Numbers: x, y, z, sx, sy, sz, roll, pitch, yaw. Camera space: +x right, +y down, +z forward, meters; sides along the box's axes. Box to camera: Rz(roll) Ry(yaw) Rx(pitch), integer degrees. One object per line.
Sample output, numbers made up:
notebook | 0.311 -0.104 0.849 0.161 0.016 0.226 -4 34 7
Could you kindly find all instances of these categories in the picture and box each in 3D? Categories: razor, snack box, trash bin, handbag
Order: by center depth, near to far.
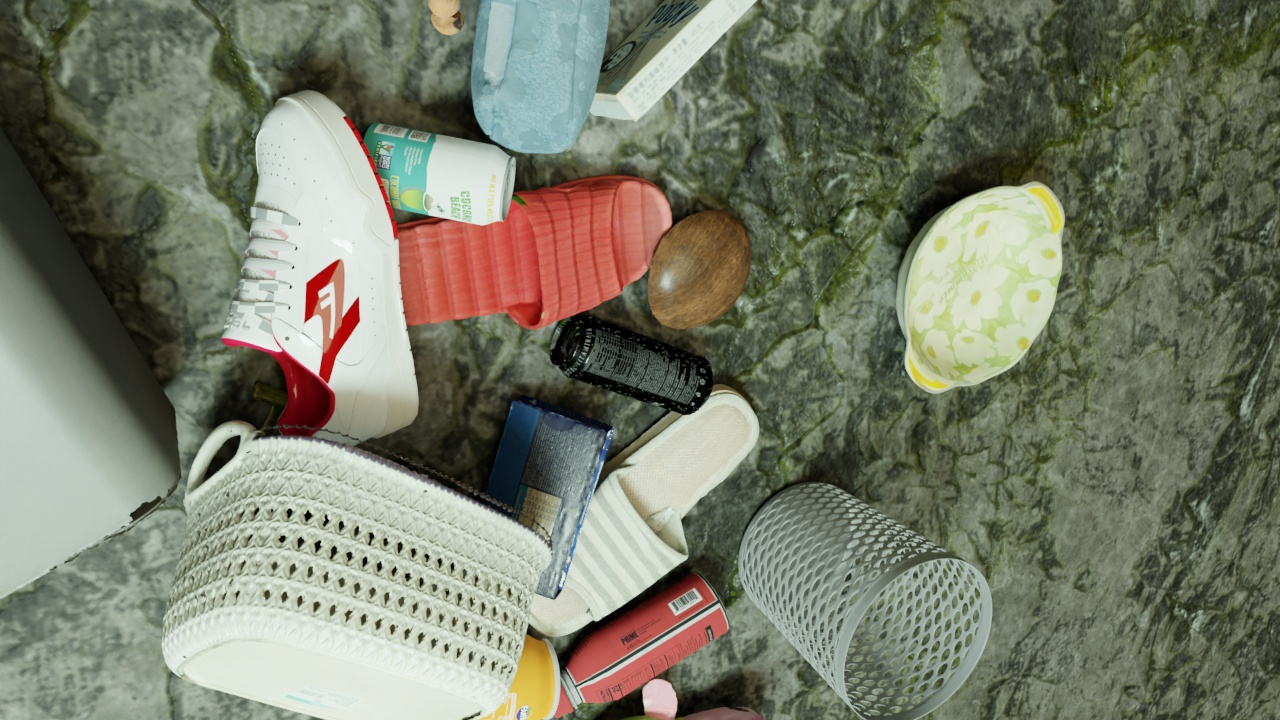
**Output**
trash bin | -0.385 0.000 0.498 0.197 0.197 0.220 -30 124 -13
handbag | -0.079 -0.237 0.607 0.118 0.121 0.192 10 104 -11
razor | -0.278 0.069 0.662 0.042 0.026 0.106 24 100 -32
snack box | 0.024 -0.237 0.670 0.150 0.082 0.026 -47 120 -5
snack box | -0.083 0.111 0.743 0.082 0.027 0.150 20 99 8
trash bin | 0.194 0.209 0.841 0.156 0.183 0.156 -8 110 -24

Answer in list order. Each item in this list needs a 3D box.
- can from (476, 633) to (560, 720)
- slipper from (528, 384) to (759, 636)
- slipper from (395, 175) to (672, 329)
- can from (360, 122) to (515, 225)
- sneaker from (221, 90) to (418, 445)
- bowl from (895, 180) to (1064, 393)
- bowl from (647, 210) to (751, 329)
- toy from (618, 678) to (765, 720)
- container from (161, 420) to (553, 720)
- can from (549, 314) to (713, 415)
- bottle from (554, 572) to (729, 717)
can | -0.145 0.269 0.758 0.142 0.079 0.079 4 105 -27
slipper | 0.002 0.132 0.802 0.272 0.054 0.114 -46 115 -6
slipper | -0.083 -0.076 0.686 0.248 0.059 0.103 -16 113 -19
can | -0.139 -0.126 0.624 0.101 0.055 0.055 11 103 -2
sneaker | -0.222 -0.048 0.596 0.104 0.090 0.237 -26 123 -41
bowl | 0.309 -0.074 0.874 0.188 0.060 0.219 36 90 -31
bowl | 0.057 -0.070 0.755 0.114 0.026 0.102 -16 122 -38
toy | 0.017 0.394 0.874 0.238 0.088 0.190 -11 110 -16
container | -0.190 0.155 0.620 0.251 0.143 0.185 32 135 -32
can | -0.004 0.004 0.752 0.137 0.054 0.054 19 97 -29
bottle | -0.008 0.262 0.832 0.176 0.062 0.062 -27 116 -15
